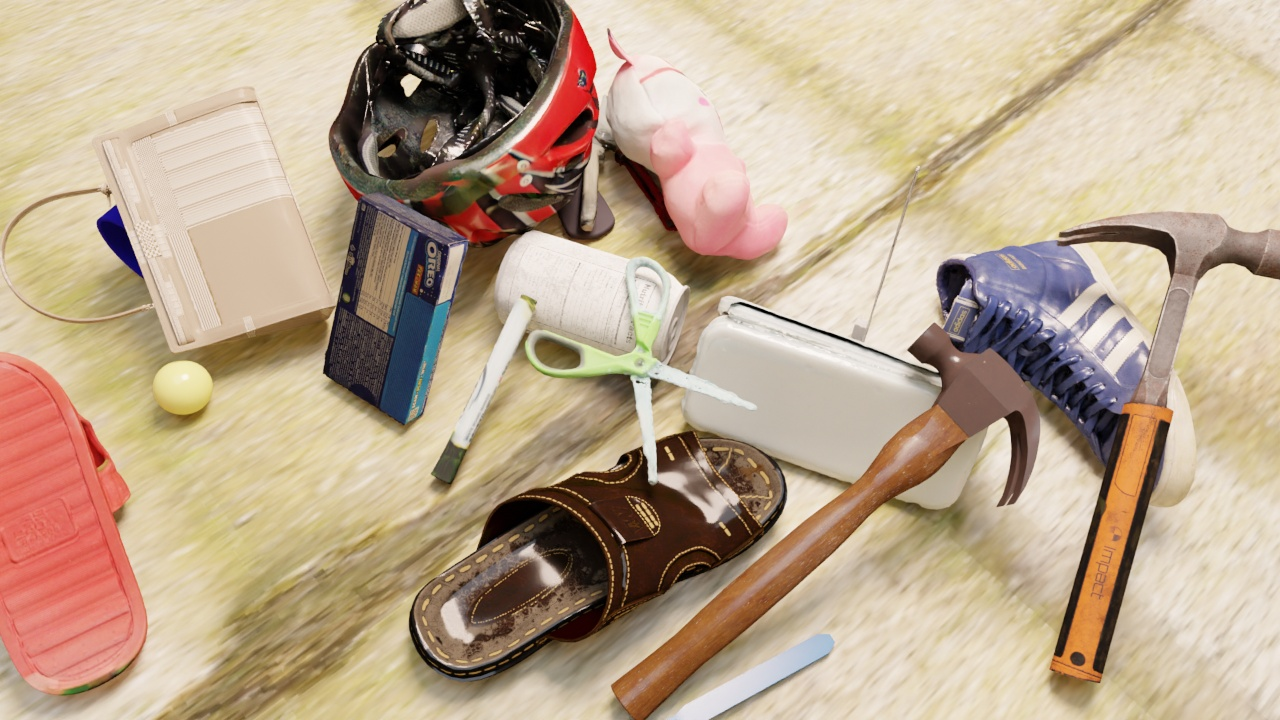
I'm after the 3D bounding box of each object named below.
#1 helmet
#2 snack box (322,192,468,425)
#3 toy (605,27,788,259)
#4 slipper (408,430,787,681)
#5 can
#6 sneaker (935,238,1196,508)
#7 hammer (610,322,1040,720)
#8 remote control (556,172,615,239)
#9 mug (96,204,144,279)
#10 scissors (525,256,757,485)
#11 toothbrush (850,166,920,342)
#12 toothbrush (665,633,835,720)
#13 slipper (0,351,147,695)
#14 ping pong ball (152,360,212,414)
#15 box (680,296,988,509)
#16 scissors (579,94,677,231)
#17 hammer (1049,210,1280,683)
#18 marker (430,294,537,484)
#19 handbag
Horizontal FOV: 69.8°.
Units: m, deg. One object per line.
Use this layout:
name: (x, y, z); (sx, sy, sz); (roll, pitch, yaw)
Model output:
helmet: (-0.133, -0.193, 0.742); (0.218, 0.167, 0.271); (-17, 45, 13)
snack box: (-0.177, -0.035, 0.658); (0.082, 0.150, 0.027); (29, 28, 14)
toy: (0.036, -0.179, 0.779); (0.084, 0.141, 0.213); (-37, 66, 18)
slipper: (-0.023, 0.116, 0.597); (0.267, 0.076, 0.113); (-24, 60, -17)
can: (-0.037, -0.045, 0.705); (0.136, 0.078, 0.078); (18, 57, 10)
sneaker: (0.297, 0.000, 0.676); (0.118, 0.092, 0.232); (0, 55, -7)
hammer: (0.116, 0.111, 0.579); (0.323, 0.033, 0.115); (-39, 79, -5)
remote control: (-0.062, -0.153, 0.819); (0.046, 0.009, 0.124); (-18, 59, -14)
mug: (-0.360, -0.100, 0.741); (0.111, 0.079, 0.083); (40, 59, -10)
scissors: (0.002, -0.002, 0.629); (0.171, 0.023, 0.167); (18, 65, 15)
toothbrush: (0.174, -0.068, 0.665); (0.010, 0.182, 0.010); (23, 53, 17)
toothbrush: (0.052, 0.213, 0.575); (0.166, 0.014, 0.016); (-21, 59, -20)
slipper: (-0.397, 0.103, 0.608); (0.103, 0.059, 0.248); (-29, 77, -21)
ping pong ball: (-0.336, 0.020, 0.675); (0.040, 0.040, 0.040); (1, 56, -1)
box: (0.151, 0.011, 0.686); (0.215, 0.107, 0.124); (20, 32, 8)
scissors: (-0.025, -0.175, 0.825); (0.187, 0.015, 0.178); (32, 48, 9)
hammer: (0.312, 0.050, 0.601); (0.138, 0.035, 0.314); (16, 83, 23)
marker: (-0.112, 0.020, 0.661); (0.017, 0.017, 0.146); (24, 83, 14)
handbag: (-0.351, -0.088, 0.669); (0.197, 0.062, 0.175); (-21, 90, -26)
